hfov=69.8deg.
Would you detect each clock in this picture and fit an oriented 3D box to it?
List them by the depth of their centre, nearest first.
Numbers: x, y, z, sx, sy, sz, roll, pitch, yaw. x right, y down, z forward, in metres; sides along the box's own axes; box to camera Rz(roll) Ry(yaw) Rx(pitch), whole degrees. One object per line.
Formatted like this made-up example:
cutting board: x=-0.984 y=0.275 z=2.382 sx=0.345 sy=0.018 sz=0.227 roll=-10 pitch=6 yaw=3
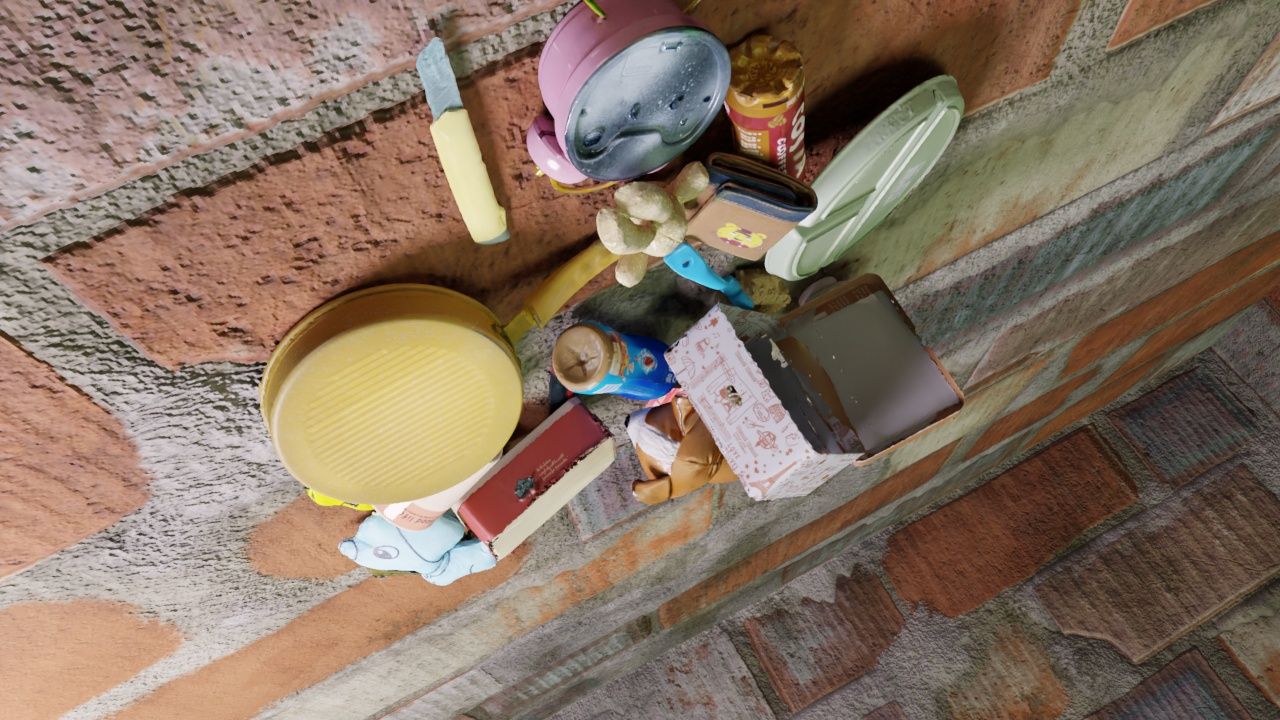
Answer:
clock: x=-0.013 y=-0.164 z=0.589 sx=0.117 sy=0.059 sz=0.159 roll=-16 pitch=150 yaw=-31

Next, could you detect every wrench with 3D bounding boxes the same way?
wrench: x=-0.090 y=0.062 z=0.976 sx=0.056 sy=0.016 sz=0.274 roll=-24 pitch=155 yaw=-27

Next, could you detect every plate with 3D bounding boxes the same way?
plate: x=0.204 y=-0.154 z=0.824 sx=0.230 sy=0.027 sz=0.230 roll=-38 pitch=165 yaw=-12

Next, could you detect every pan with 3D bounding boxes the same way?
pan: x=-0.123 y=-0.016 z=0.726 sx=0.357 sy=0.078 sz=0.198 roll=-28 pitch=136 yaw=-3

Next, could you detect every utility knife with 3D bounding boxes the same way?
utility knife: x=-0.112 y=-0.128 z=0.590 sx=0.031 sy=0.021 sz=0.205 roll=-29 pitch=162 yaw=-11

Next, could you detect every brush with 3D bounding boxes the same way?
brush: x=0.081 y=-0.071 z=0.871 sx=0.083 sy=0.046 sz=0.254 roll=-34 pitch=161 yaw=16

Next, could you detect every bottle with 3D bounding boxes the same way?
bottle: x=0.098 y=-0.169 z=0.703 sx=0.057 sy=0.057 sz=0.175 roll=-30 pitch=155 yaw=-2
bottle: x=-0.005 y=0.005 z=0.901 sx=0.065 sy=0.065 sz=0.218 roll=-40 pitch=160 yaw=18

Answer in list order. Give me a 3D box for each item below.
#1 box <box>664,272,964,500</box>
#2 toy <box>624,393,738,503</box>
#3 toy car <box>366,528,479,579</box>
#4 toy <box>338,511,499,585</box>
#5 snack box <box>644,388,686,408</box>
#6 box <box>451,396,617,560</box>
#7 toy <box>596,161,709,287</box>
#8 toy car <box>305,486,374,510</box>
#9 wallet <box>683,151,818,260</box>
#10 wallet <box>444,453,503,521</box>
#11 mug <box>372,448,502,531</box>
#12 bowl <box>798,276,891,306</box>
box: x=0.168 y=0.025 z=0.904 sx=0.270 sy=0.179 sz=0.135 roll=-16 pitch=153 yaw=-29
toy: x=0.048 y=0.081 z=0.965 sx=0.199 sy=0.130 sz=0.140 roll=-13 pitch=120 yaw=-70
toy car: x=-0.232 y=0.219 z=1.048 sx=0.158 sy=0.042 sz=0.070 roll=-4 pitch=155 yaw=-24
toy: x=-0.229 y=0.193 z=0.969 sx=0.161 sy=0.049 sz=0.156 roll=-16 pitch=133 yaw=-1
snack box: x=0.064 y=0.021 z=1.059 sx=0.075 sy=0.025 sz=0.153 roll=-13 pitch=150 yaw=-35
box: x=-0.099 y=0.126 z=0.932 sx=0.168 sy=0.076 sz=0.091 roll=-41 pitch=161 yaw=-16
toy: x=0.003 y=-0.104 z=0.659 sx=0.105 sy=0.066 sz=0.157 roll=-61 pitch=176 yaw=13
toy car: x=-0.266 y=0.122 z=0.874 sx=0.048 sy=0.032 sz=0.105 roll=-41 pitch=152 yaw=22
wallet: x=0.077 y=-0.118 z=0.725 sx=0.090 sy=0.033 sz=0.115 roll=19 pitch=165 yaw=-9
wallet: x=-0.181 y=0.135 z=0.988 sx=0.106 sy=0.037 sz=0.130 roll=-28 pitch=156 yaw=-4
mug: x=-0.184 y=0.094 z=0.860 sx=0.106 sy=0.081 sz=0.114 roll=-42 pitch=166 yaw=20
bowl: x=0.218 y=-0.056 z=1.041 sx=0.118 sy=0.064 sz=0.118 roll=-24 pitch=154 yaw=-13
